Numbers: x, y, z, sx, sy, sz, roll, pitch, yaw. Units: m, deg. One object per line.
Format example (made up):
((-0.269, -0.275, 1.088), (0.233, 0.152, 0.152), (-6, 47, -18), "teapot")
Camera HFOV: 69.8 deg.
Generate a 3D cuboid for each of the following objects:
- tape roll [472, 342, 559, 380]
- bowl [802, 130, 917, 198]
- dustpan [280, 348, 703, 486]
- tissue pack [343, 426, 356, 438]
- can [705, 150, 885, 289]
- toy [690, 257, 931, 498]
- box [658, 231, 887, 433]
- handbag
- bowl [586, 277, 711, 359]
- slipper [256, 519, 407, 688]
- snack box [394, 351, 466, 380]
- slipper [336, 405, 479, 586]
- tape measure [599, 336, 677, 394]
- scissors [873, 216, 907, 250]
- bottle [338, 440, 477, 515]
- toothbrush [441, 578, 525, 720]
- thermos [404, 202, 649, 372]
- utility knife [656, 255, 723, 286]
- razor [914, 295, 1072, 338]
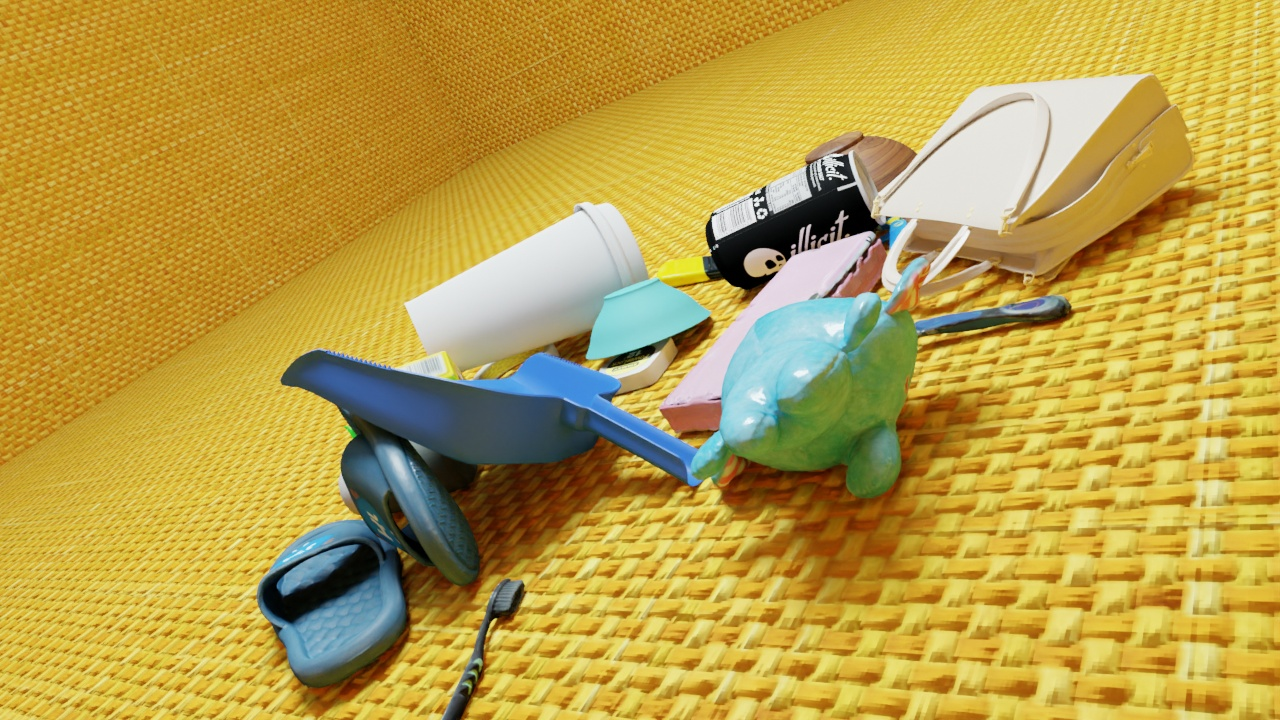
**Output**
((-0.129, 0.009, 0.949), (0.094, 0.019, 0.094), (-24, 21, 10), "tape roll")
((0.202, -0.184, 0.905), (0.147, 0.069, 0.147), (-26, 16, 8), "bowl")
((-0.070, 0.041, 0.651), (0.258, 0.059, 0.245), (26, 13, 29), "dustpan")
((-0.191, 0.054, 0.819), (0.114, 0.034, 0.099), (-20, -13, 3), "tissue pack")
((0.138, -0.125, 0.827), (0.146, 0.080, 0.080), (-23, 20, 25), "can")
((0.099, 0.022, 0.504), (0.184, 0.115, 0.180), (-45, -4, 17), "toy")
((0.107, -0.026, 0.703), (0.098, 0.041, 0.232), (-6, 30, 44), "box")
((0.256, -0.116, 0.678), (0.197, 0.101, 0.194), (-42, 22, -4), "handbag")
((0.000, -0.045, 0.836), (0.121, 0.046, 0.121), (-20, 9, 3), "bowl")
((-0.219, 0.157, 0.649), (0.103, 0.059, 0.214), (-32, 22, -19), "slipper")
((-0.200, 0.032, 0.855), (0.075, 0.025, 0.152), (-20, -12, -6), "snack box")
((-0.180, 0.085, 0.652), (0.059, 0.104, 0.214), (-34, 40, -16), "slipper")
((-0.005, 0.005, 0.803), (0.064, 0.017, 0.064), (-15, 24, 32), "tape measure")
((0.228, -0.120, 0.815), (0.125, 0.016, 0.125), (-29, 16, -3), "scissors")
((-0.195, 0.093, 0.769), (0.108, 0.060, 0.060), (-22, 21, 15), "bottle")
((-0.095, 0.181, 0.496), (0.017, 0.014, 0.187), (-13, 24, 17), "toothbrush")
((-0.111, -0.062, 0.905), (0.221, 0.131, 0.131), (-24, 19, -11), "thermos")
((0.094, -0.097, 0.922), (0.198, 0.020, 0.028), (-4, 53, 45), "utility knife")
((0.206, -0.023, 0.601), (0.141, 0.018, 0.043), (-15, 23, 31), "razor")
